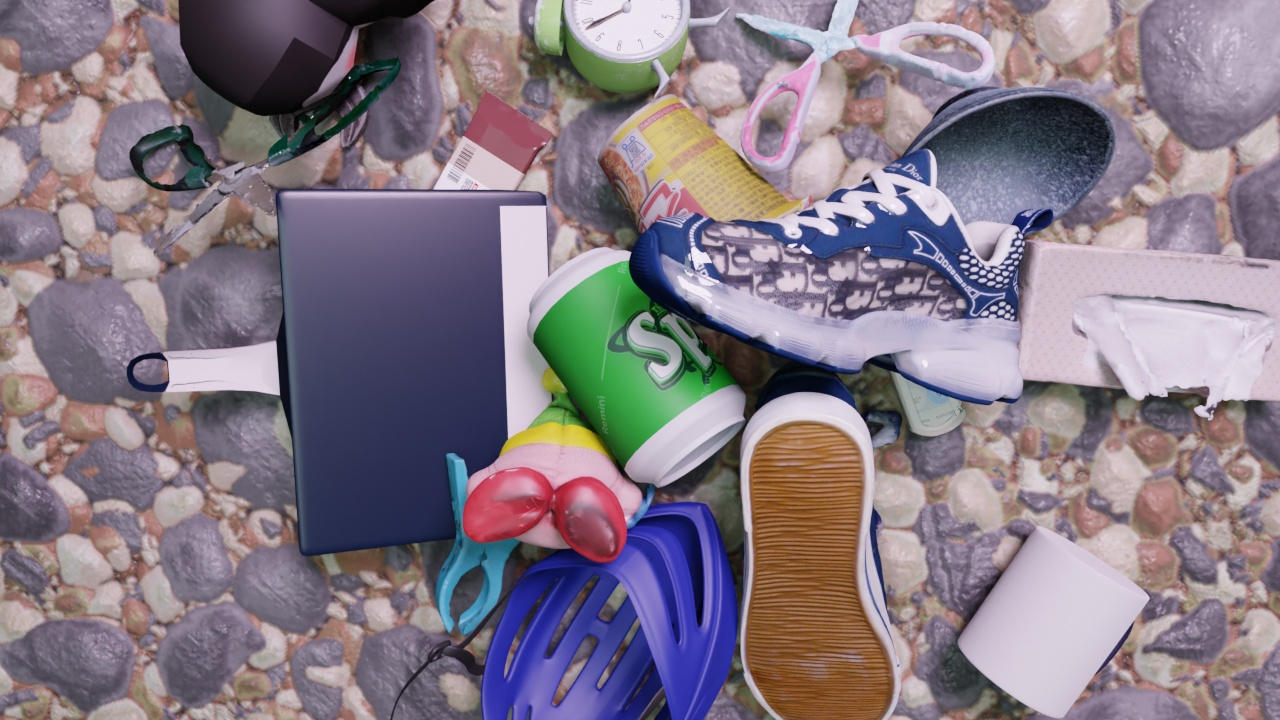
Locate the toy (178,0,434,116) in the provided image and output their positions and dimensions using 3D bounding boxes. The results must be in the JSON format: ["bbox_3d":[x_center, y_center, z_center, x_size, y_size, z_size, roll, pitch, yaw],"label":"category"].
[{"bbox_3d":[-0.213,-0.238,0.558,0.159,0.140,0.184,37,101,5],"label":"toy"}]

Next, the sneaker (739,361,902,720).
[{"bbox_3d":[0.125,0.127,0.624,0.121,0.127,0.295,-5,117,11],"label":"sneaker"}]

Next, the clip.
[{"bbox_3d":[-0.101,0.130,0.625,0.097,0.026,0.116,18,91,-19],"label":"clip"}]

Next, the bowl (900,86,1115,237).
[{"bbox_3d":[0.215,-0.132,0.574,0.137,0.137,0.057,-12,57,7],"label":"bowl"}]

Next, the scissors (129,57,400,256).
[{"bbox_3d":[-0.265,-0.146,0.611,0.206,0.015,0.201,20,60,34],"label":"scissors"}]

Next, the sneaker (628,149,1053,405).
[{"bbox_3d":[0.124,-0.061,0.524,0.269,0.103,0.132,11,100,-25],"label":"sneaker"}]

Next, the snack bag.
[{"bbox_3d":[-0.124,-0.105,0.645,0.057,0.013,0.158,32,100,3],"label":"snack bag"}]

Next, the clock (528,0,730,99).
[{"bbox_3d":[-0.015,-0.221,0.590,0.119,0.042,0.094,38,77,7],"label":"clock"}]

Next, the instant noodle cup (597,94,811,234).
[{"bbox_3d":[0.031,-0.105,0.594,0.100,0.100,0.112,-40,84,10],"label":"instant noodle cup"}]

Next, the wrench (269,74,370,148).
[{"bbox_3d":[-0.199,-0.276,0.630,0.070,0.010,0.273,16,99,3],"label":"wrench"}]

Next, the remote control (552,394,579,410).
[{"bbox_3d":[-0.085,0.024,0.657,0.074,0.019,0.151,43,99,-1],"label":"remote control"}]

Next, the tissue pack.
[{"bbox_3d":[0.334,-0.020,0.586,0.181,0.071,0.104,6,98,1],"label":"tissue pack"}]

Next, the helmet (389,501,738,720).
[{"bbox_3d":[-0.045,0.195,0.576,0.148,0.227,0.242,33,100,28],"label":"helmet"}]

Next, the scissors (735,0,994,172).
[{"bbox_3d":[0.130,-0.184,0.569,0.177,0.013,0.170,14,70,23],"label":"scissors"}]

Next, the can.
[{"bbox_3d":[-0.003,0.003,0.578,0.088,0.087,0.140,-40,75,10],"label":"can"}]

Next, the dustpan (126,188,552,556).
[{"bbox_3d":[-0.203,0.005,0.628,0.272,0.080,0.236,-4,98,-20],"label":"dustpan"}]

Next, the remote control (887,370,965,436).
[{"bbox_3d":[0.184,-0.009,0.626,0.038,0.018,0.125,-21,94,8],"label":"remote control"}]

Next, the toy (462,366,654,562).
[{"bbox_3d":[-0.045,0.065,0.585,0.124,0.131,0.097,6,105,-4],"label":"toy"}]

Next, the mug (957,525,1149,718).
[{"bbox_3d":[0.286,0.179,0.619,0.112,0.078,0.097,25,101,-27],"label":"mug"}]
